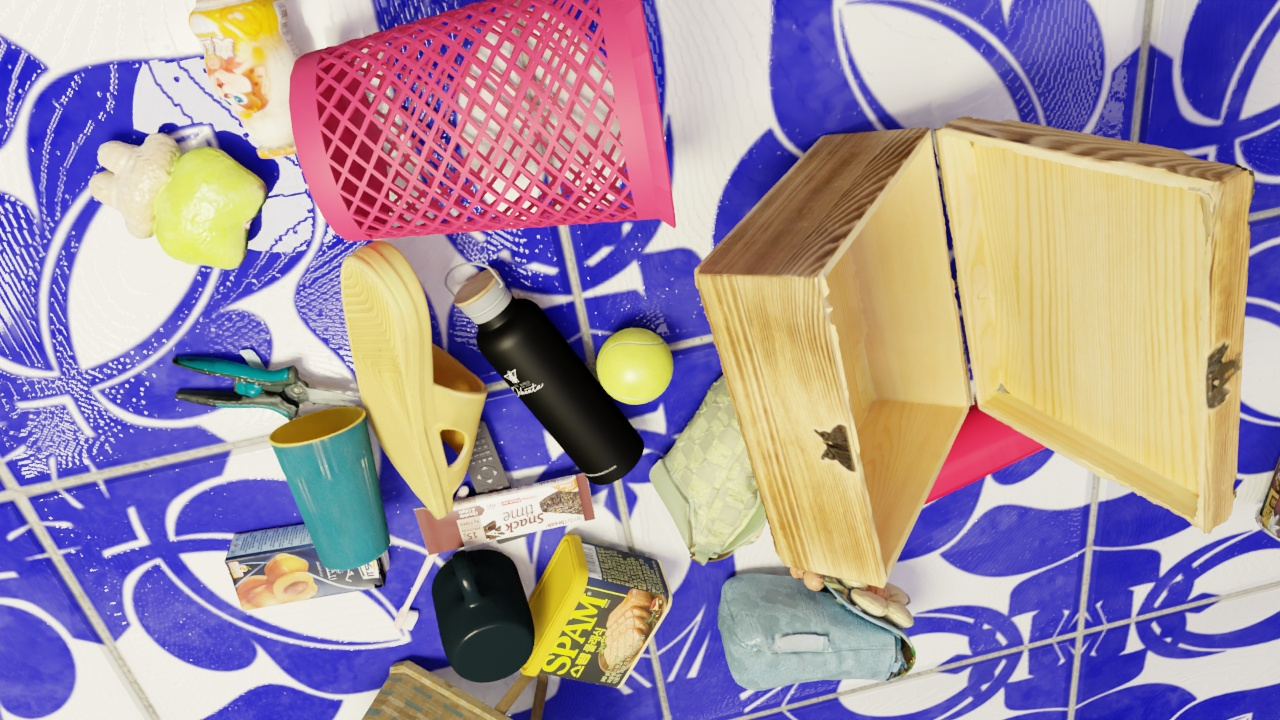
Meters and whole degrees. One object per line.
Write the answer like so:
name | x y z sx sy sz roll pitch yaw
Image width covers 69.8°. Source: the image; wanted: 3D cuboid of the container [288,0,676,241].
container | -0.102 -0.163 0.622 0.226 0.183 0.183 -9 119 3

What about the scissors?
scissors | -0.311 0.019 0.749 0.128 0.019 0.140 -34 113 17

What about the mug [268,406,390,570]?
mug | -0.253 0.108 0.764 0.078 0.078 0.121 -12 108 -5

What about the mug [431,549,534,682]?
mug | -0.149 0.225 0.846 0.085 0.094 0.122 -19 125 -10

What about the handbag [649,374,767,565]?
handbag | 0.093 0.092 0.822 0.116 0.113 0.187 20 112 -28

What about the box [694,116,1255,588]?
box | 0.264 -0.016 0.673 0.316 0.281 0.279 2 126 35

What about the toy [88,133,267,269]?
toy | -0.335 -0.118 0.665 0.115 0.046 0.092 22 111 -13

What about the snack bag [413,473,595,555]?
snack bag | -0.123 0.142 0.842 0.158 0.013 0.057 -11 121 -5

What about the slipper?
slipper | -0.174 0.014 0.735 0.078 0.099 0.264 -34 143 -33

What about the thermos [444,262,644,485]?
thermos | -0.082 0.008 0.770 0.061 0.061 0.231 -32 119 7

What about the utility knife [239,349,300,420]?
utility knife | -0.288 0.061 0.790 0.022 0.015 0.179 -25 116 2

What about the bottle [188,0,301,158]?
bottle | -0.261 -0.195 0.626 0.063 0.063 0.109 -13 118 -4

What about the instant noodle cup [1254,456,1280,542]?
instant noodle cup | 0.731 0.130 0.955 0.137 0.137 0.112 -7 110 -7

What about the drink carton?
drink carton | -0.300 0.182 0.835 0.130 0.040 0.064 -8 120 -6

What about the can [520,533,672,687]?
can | -0.046 0.249 0.900 0.104 0.075 0.135 19 113 -22

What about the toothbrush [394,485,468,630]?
toothbrush | -0.197 0.190 0.873 0.018 0.015 0.181 16 114 -26

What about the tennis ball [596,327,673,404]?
tennis ball | -0.005 0.005 0.780 0.065 0.065 0.065 -4 118 -9

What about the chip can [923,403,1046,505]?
chip can | 0.296 0.091 0.882 0.220 0.069 0.069 -26 119 4

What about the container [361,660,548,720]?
container | -0.153 0.404 0.916 0.250 0.185 0.158 21 118 20

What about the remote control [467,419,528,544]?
remote control | -0.137 0.111 0.841 0.032 0.015 0.136 -16 120 -2

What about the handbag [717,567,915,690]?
handbag | 0.176 0.256 0.923 0.192 0.121 0.119 2 118 -6
